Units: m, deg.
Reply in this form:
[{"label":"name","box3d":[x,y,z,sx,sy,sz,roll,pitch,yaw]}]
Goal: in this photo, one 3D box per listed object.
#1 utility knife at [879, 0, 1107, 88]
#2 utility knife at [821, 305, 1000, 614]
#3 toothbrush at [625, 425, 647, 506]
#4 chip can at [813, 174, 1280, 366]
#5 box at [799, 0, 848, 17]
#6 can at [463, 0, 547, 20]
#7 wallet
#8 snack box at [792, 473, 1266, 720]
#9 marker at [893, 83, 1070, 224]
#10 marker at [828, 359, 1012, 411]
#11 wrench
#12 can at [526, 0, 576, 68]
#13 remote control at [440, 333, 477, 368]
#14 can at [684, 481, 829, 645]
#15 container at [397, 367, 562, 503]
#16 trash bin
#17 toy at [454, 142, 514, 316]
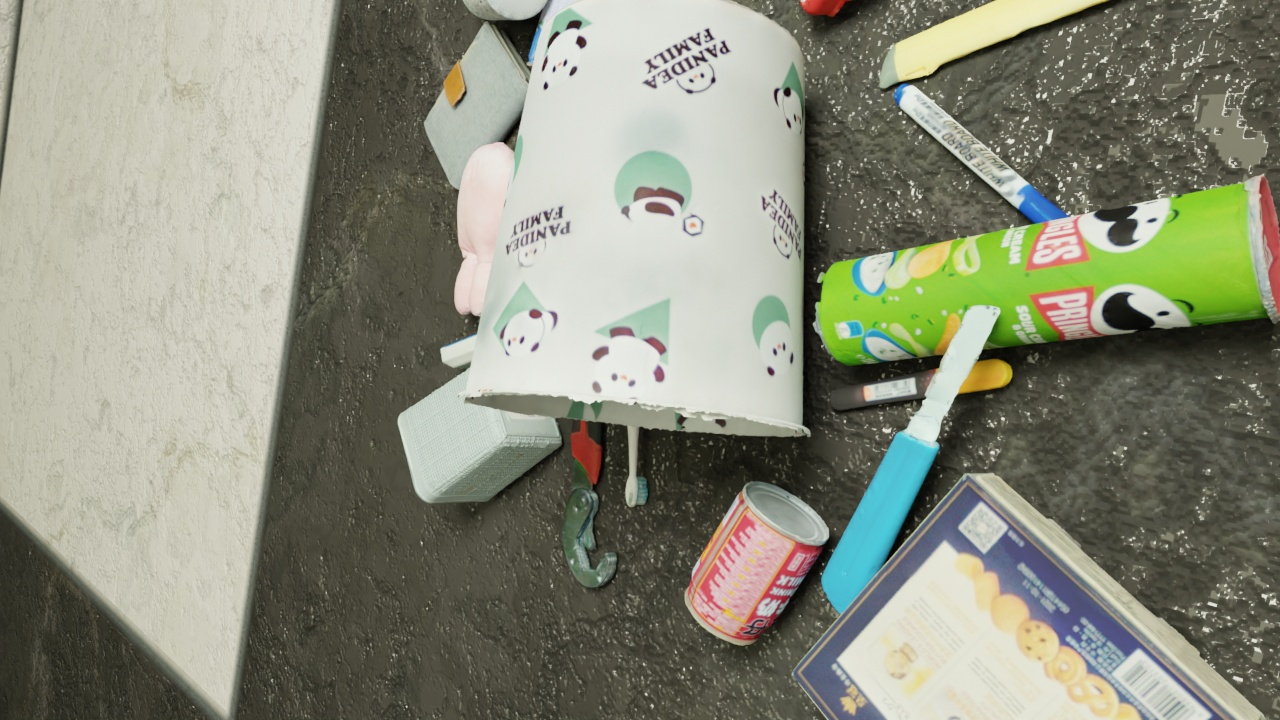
[{"label":"utility knife","box3d":[0.233,-0.209,0.550,0.202,0.021,0.031,-11,84,47]},{"label":"utility knife","box3d":[0.159,0.066,0.552,0.034,0.018,0.235,45,132,38]},{"label":"toothbrush","box3d":[-0.004,0.004,0.735,0.027,0.027,0.224,-5,82,54]},{"label":"chip can","box3d":[0.217,-0.041,0.517,0.237,0.072,0.072,-8,81,41]},{"label":"box","box3d":[0.148,-0.348,0.625,0.110,0.100,0.201,127,132,-69]},{"label":"can","box3d":[-0.122,-0.331,0.809,0.058,0.058,0.146,-69,24,13]},{"label":"wallet","box3d":[-0.161,-0.247,0.887,0.130,0.037,0.106,-46,60,28]},{"label":"snack box","box3d":[0.205,0.190,0.525,0.178,0.045,0.183,49,117,33]},{"label":"marker","box3d":[0.208,-0.126,0.567,0.017,0.016,0.145,-52,56,25]},{"label":"marker","box3d":[0.175,0.017,0.586,0.124,0.015,0.018,-13,76,42]},{"label":"wrench","box3d":[-0.041,0.051,0.770,0.056,0.016,0.273,-2,85,41]},{"label":"can","box3d":[-0.053,-0.310,0.786,0.053,0.053,0.135,28,105,39]},{"label":"remote control","box3d":[-0.126,-0.016,0.829,0.125,0.049,0.024,-19,77,39]},{"label":"can","box3d":[0.077,0.139,0.626,0.066,0.066,0.094,41,113,35]},{"label":"container","box3d":[-0.138,0.062,0.809,0.112,0.089,0.090,-34,65,30]},{"label":"trash bin","box3d":[0.009,-0.084,0.613,0.230,0.229,0.251,1,81,41]},{"label":"toy","box3d":[-0.140,-0.119,0.837,0.121,0.054,0.159,14,95,63]}]
